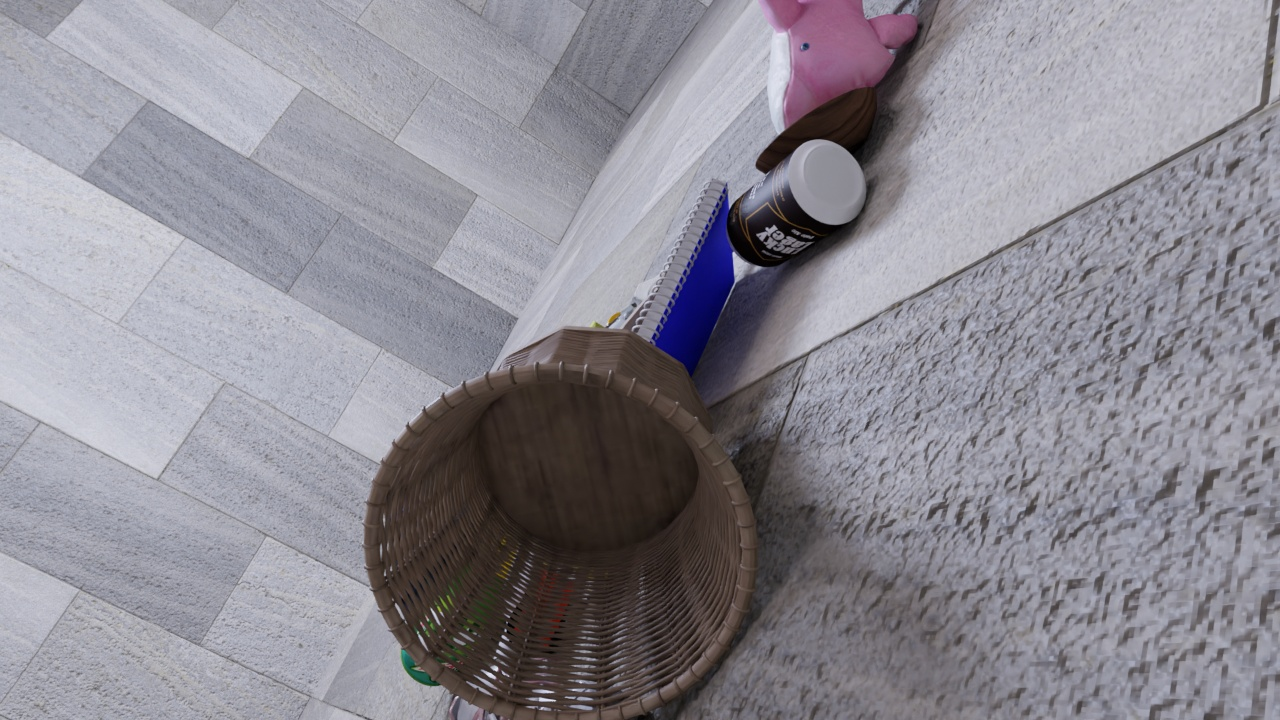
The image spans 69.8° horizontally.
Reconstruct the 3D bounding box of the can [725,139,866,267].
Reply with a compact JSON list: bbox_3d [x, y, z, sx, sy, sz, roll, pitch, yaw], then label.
[{"bbox_3d":[0.127,-0.128,0.771,0.071,0.072,0.129,-64,13,-21],"label":"can"}]

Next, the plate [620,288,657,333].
[{"bbox_3d":[-0.005,0.005,0.877,0.188,0.027,0.189,-52,-10,-14],"label":"plate"}]

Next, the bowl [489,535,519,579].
[{"bbox_3d":[-0.135,0.198,1.049,0.117,0.067,0.117,-55,13,19],"label":"bowl"}]

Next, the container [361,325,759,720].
[{"bbox_3d":[-0.042,0.089,0.614,0.227,0.227,0.196,-56,6,14],"label":"container"}]

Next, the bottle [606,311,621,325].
[{"bbox_3d":[-0.026,-0.003,1.051,0.144,0.043,0.043,108,-174,-62],"label":"bottle"}]

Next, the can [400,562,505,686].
[{"bbox_3d":[-0.216,0.309,1.067,0.144,0.083,0.082,-52,14,29],"label":"can"}]

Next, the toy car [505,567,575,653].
[{"bbox_3d":[-0.082,0.214,0.826,0.049,0.051,0.100,25,-90,-85],"label":"toy car"}]

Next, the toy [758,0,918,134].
[{"bbox_3d":[0.192,-0.314,0.862,0.128,0.186,0.265,-2,60,30],"label":"toy"}]

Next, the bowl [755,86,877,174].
[{"bbox_3d":[0.160,-0.188,0.802,0.119,0.032,0.119,-29,-7,-4],"label":"bowl"}]

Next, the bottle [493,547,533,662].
[{"bbox_3d":[-0.106,0.218,0.921,0.053,0.052,0.194,-48,16,41],"label":"bottle"}]

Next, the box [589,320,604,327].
[{"bbox_3d":[-0.086,0.069,1.148,0.125,0.079,0.220,-44,17,53],"label":"box"}]

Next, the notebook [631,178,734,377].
[{"bbox_3d":[0.038,-0.037,0.833,0.172,0.022,0.208,74,-142,-61],"label":"notebook"}]

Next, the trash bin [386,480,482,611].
[{"bbox_3d":[-0.249,0.215,1.147,0.250,0.139,0.139,103,-176,-45],"label":"trash bin"}]

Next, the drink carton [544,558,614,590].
[{"bbox_3d":[-0.028,0.130,0.806,0.043,0.058,0.134,-38,23,60],"label":"drink carton"}]

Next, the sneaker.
[{"bbox_3d":[-0.084,0.258,0.648,0.237,0.089,0.099,-40,22,56],"label":"sneaker"}]

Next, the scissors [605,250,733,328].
[{"bbox_3d":[0.016,-0.062,0.950,0.140,0.015,0.188,18,76,38],"label":"scissors"}]
